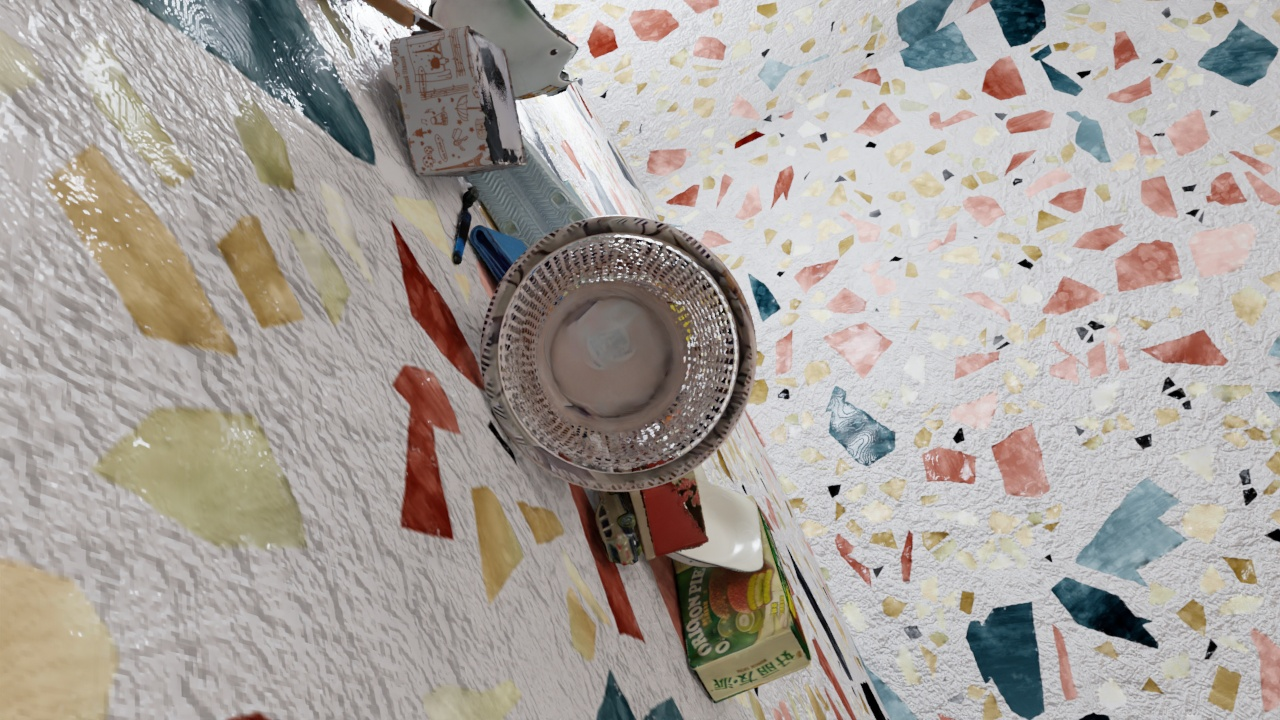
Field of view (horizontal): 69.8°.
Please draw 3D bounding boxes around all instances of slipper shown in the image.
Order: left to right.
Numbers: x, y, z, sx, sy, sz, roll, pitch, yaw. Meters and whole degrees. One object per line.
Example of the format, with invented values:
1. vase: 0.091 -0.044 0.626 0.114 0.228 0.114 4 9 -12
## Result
1. slipper: -0.126 -0.184 1.081 0.245 0.104 0.074 52 10 -22

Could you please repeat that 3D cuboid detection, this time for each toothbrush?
1. toothbrush: -0.175 -0.138 0.921 0.014 0.016 0.189 49 15 -27

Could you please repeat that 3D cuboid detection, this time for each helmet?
1. helmet: -0.201 -0.449 1.253 0.230 0.157 0.274 59 -1 -13

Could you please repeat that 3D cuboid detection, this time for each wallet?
1. wallet: -0.128 -0.091 0.979 0.106 0.040 0.133 54 9 4

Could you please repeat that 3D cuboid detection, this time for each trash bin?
1. trash bin: -0.023 -0.005 0.838 0.227 0.227 0.192 62 -4 -2

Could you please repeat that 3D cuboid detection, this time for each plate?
1. plate: 0.053 0.179 1.016 0.164 0.034 0.163 21 23 -5

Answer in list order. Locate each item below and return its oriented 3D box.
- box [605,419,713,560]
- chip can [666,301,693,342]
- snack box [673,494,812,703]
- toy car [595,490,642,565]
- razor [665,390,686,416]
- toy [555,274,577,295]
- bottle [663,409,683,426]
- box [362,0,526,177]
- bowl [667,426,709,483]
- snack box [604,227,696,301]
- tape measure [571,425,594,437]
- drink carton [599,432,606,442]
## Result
1. box: 0.019 0.116 0.920 0.168 0.079 0.091 -122 -161 -67
2. chip can: -0.011 -0.080 1.276 0.216 0.073 0.073 40 -12 51
3. snack box: 0.104 0.255 1.020 0.063 0.114 0.239 61 8 -24
4. toy car: -0.023 0.148 0.849 0.090 0.035 0.042 -113 -169 -58
5. razor: -0.007 0.007 1.221 0.167 0.062 0.067 49 52 -2
6. toy: -0.064 -0.027 1.067 0.157 0.066 0.105 57 -32 3
7. bottle: 0.034 0.099 1.279 0.066 0.067 0.149 24 47 -76
8. box: -0.212 -0.303 0.913 0.273 0.126 0.178 56 10 -8
9. bowl: 0.043 0.144 1.172 0.113 0.062 0.113 59 11 -19
10. snack box: -0.023 -0.130 1.246 0.182 0.178 0.046 -97 -175 -63
11. tape measure: -0.062 0.053 0.967 0.054 0.025 0.058 61 10 -3
12. drink carton: -0.020 0.059 1.096 0.045 0.053 0.122 59 10 -22
